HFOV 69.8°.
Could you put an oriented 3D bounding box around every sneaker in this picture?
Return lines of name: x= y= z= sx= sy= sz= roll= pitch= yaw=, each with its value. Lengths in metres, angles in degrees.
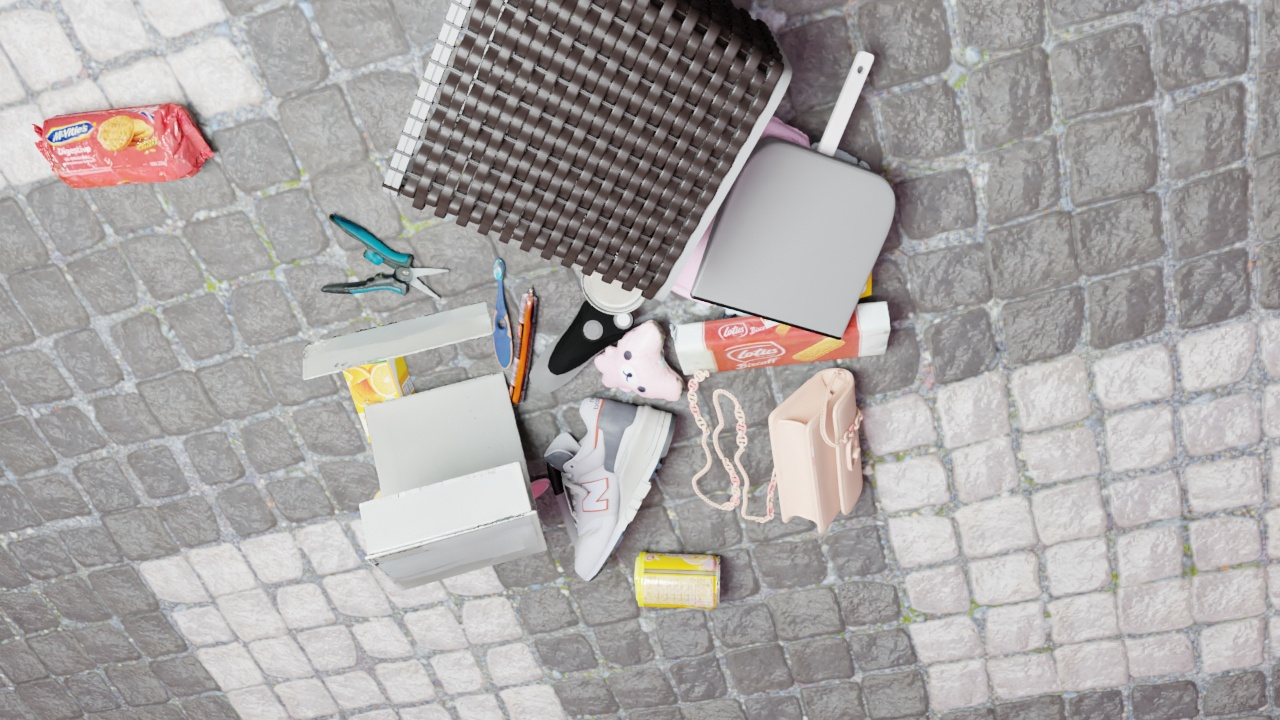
sneaker: x=-0.057 y=0.139 z=1.081 sx=0.124 sy=0.088 sz=0.240 roll=27 pitch=109 yaw=-3

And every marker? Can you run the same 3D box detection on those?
marker: x=-0.091 y=0.181 z=1.140 sx=0.022 sy=0.016 sz=0.139 roll=-21 pitch=117 yaw=-9

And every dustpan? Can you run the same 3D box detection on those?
dustpan: x=0.163 y=-0.159 z=0.859 sx=0.163 sy=0.033 sz=0.258 roll=15 pitch=112 yaw=-16

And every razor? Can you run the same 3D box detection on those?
razor: x=-0.072 y=-0.015 z=1.016 sx=0.057 sy=0.060 sz=0.157 roll=45 pitch=133 yaw=-4

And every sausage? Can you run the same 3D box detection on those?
sausage: x=-0.133 y=-0.011 z=1.041 sx=0.020 sy=0.020 sz=0.155 roll=11 pitch=118 yaw=0

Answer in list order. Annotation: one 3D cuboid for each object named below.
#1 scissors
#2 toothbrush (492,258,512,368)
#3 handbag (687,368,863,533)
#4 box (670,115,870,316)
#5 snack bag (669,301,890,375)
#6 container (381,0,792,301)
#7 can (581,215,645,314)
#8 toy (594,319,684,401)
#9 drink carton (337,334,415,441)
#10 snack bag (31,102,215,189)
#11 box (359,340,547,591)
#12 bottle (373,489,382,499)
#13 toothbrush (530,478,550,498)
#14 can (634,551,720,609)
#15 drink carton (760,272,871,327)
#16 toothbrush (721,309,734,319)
scissors: x=-0.294 y=-0.096 z=1.015 sx=0.148 sy=0.019 sz=0.118 roll=38 pitch=115 yaw=-15
toothbrush: x=-0.155 y=-0.049 z=1.025 sx=0.021 sy=0.017 sz=0.135 roll=4 pitch=118 yaw=6
handbag: x=0.156 y=0.077 z=1.039 sx=0.187 sy=0.116 sz=0.199 roll=13 pitch=129 yaw=37
box: x=0.121 y=-0.134 z=0.919 sx=0.153 sy=0.041 sz=0.202 roll=23 pitch=118 yaw=-15
snack bag: x=0.148 y=-0.023 z=0.975 sx=0.225 sy=0.041 sz=0.077 roll=-7 pitch=156 yaw=8
container: x=-0.039 y=-0.229 z=0.794 sx=0.243 sy=0.246 sz=0.246 roll=25 pitch=117 yaw=-11
can: x=-0.018 y=-0.100 z=0.924 sx=0.067 sy=0.120 sz=0.067 roll=2 pitch=117 yaw=5
toy: x=-0.006 y=0.006 z=1.019 sx=0.096 sy=0.052 sz=0.099 roll=-10 pitch=115 yaw=25
drink carton: x=-0.301 y=0.036 z=1.072 sx=0.058 sy=0.041 sz=0.122 roll=-7 pitch=117 yaw=10
snack bag: x=-0.535 y=-0.218 z=0.946 sx=0.176 sy=0.082 sz=0.082 roll=-4 pitch=117 yaw=9
box: x=-0.219 y=0.109 z=1.064 sx=0.167 sy=0.445 sz=0.165 roll=-14 pitch=117 yaw=-9
bottle: x=-0.252 y=0.150 z=1.088 sx=0.099 sy=0.111 sz=0.099 roll=7 pitch=116 yaw=15
toothbrush: x=-0.167 y=0.181 z=1.146 sx=0.135 sy=0.016 sz=0.021 roll=-31 pitch=112 yaw=20
can: x=0.047 y=0.274 z=1.142 sx=0.105 sy=0.067 sz=0.068 roll=1 pitch=117 yaw=5
drink carton: x=0.169 y=-0.082 z=0.929 sx=0.122 sy=0.040 sz=0.059 roll=-18 pitch=131 yaw=-6
toothbrush: x=0.120 y=-0.111 z=0.965 sx=0.017 sy=0.012 sz=0.187 roll=27 pitch=118 yaw=7
